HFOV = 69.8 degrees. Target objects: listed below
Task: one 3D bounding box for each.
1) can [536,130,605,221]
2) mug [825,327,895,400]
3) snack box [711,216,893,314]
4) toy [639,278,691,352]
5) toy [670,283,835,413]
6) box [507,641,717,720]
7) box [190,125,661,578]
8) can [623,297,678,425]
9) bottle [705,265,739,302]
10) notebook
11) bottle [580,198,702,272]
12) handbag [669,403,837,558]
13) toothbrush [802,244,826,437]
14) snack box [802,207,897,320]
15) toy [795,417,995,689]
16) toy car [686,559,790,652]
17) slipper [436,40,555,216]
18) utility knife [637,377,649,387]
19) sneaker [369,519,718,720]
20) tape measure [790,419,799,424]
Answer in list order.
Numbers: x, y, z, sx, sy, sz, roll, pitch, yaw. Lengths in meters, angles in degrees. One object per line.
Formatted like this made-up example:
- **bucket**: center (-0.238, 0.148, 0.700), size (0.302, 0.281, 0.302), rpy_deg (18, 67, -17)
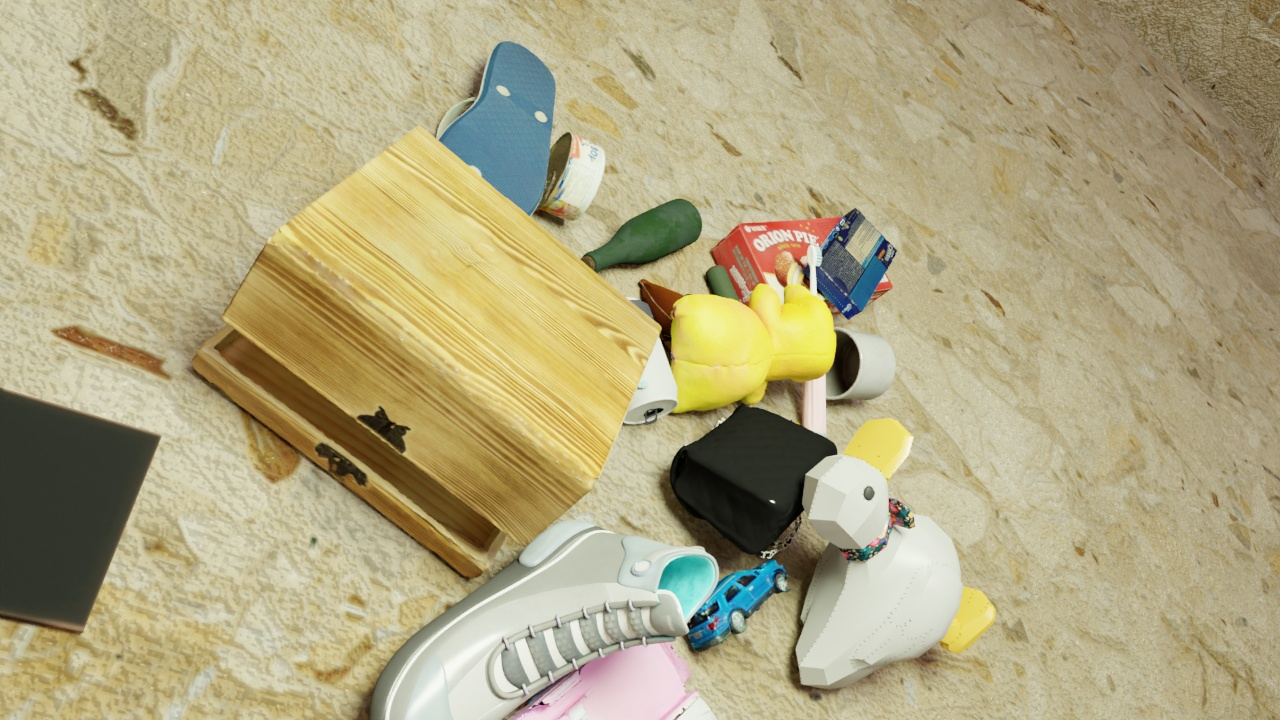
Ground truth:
- **can**: center (-0.076, -0.192, 0.961), size (0.043, 0.086, 0.086), rpy_deg (20, 51, -26)
- **mug**: center (0.239, -0.002, 1.087), size (0.070, 0.084, 0.113), rpy_deg (5, 27, -38)
- **snack box**: center (0.204, -0.113, 1.139), size (0.235, 0.060, 0.113), rpy_deg (-11, 71, -41)
- **toy**: center (0.046, -0.055, 1.001), size (0.090, 0.071, 0.103), rpy_deg (7, 34, -49)
- **toy**: center (0.116, -0.006, 0.948), size (0.193, 0.135, 0.087), rpy_deg (-7, 25, -30)
- **box**: center (-0.026, 0.317, 0.699), size (0.229, 0.035, 0.159), rpy_deg (-27, 81, -45)
- **box**: center (-0.156, -0.016, 0.750), size (0.279, 0.176, 0.246), rpy_deg (38, 35, -10)
- **can**: center (-0.005, 0.005, 0.899), size (0.064, 0.064, 0.127), rpy_deg (-1, 63, -37)
- **bottle**: center (0.103, -0.060, 1.053), size (0.025, 0.025, 0.106), rpy_deg (-5, 65, -39)
- **notebook**: center (-0.432, 0.076, 0.568), size (0.209, 0.008, 0.141), rpy_deg (22, 51, -24)
- **bottle**: center (-0.003, -0.129, 0.997), size (0.173, 0.055, 0.055), rpy_deg (-31, 83, -43)
- **handbag**: center (0.101, 0.120, 0.895), size (0.125, 0.115, 0.153), rpy_deg (32, 35, 21)
- **toothbrush**: center (0.197, -0.022, 1.038), size (0.026, 0.027, 0.222), rpy_deg (7, 81, -40)
- **snack box**: center (0.259, -0.120, 1.121), size (0.082, 0.027, 0.149), rpy_deg (47, 47, -6)
- **toy**: center (0.221, 0.199, 0.867), size (0.267, 0.141, 0.246), rpy_deg (36, 83, -37)
- **toy car**: center (0.088, 0.218, 0.836), size (0.119, 0.056, 0.043), rpy_deg (-26, 78, -43)
- **slipper**: center (-0.149, -0.224, 0.949), size (0.118, 0.060, 0.294), rpy_deg (30, 45, -23)
- **utility knife**: center (-0.055, -0.027, 0.879), size (0.169, 0.015, 0.022), rpy_deg (37, 84, 17)
- **sneaker**: center (-0.056, 0.204, 0.655), size (0.255, 0.161, 0.093), rpy_deg (-34, 111, -47)
- **tape measure**: center (0.169, 0.101, 0.993), size (0.058, 0.030, 0.068), rpy_deg (-24, 78, -46)
